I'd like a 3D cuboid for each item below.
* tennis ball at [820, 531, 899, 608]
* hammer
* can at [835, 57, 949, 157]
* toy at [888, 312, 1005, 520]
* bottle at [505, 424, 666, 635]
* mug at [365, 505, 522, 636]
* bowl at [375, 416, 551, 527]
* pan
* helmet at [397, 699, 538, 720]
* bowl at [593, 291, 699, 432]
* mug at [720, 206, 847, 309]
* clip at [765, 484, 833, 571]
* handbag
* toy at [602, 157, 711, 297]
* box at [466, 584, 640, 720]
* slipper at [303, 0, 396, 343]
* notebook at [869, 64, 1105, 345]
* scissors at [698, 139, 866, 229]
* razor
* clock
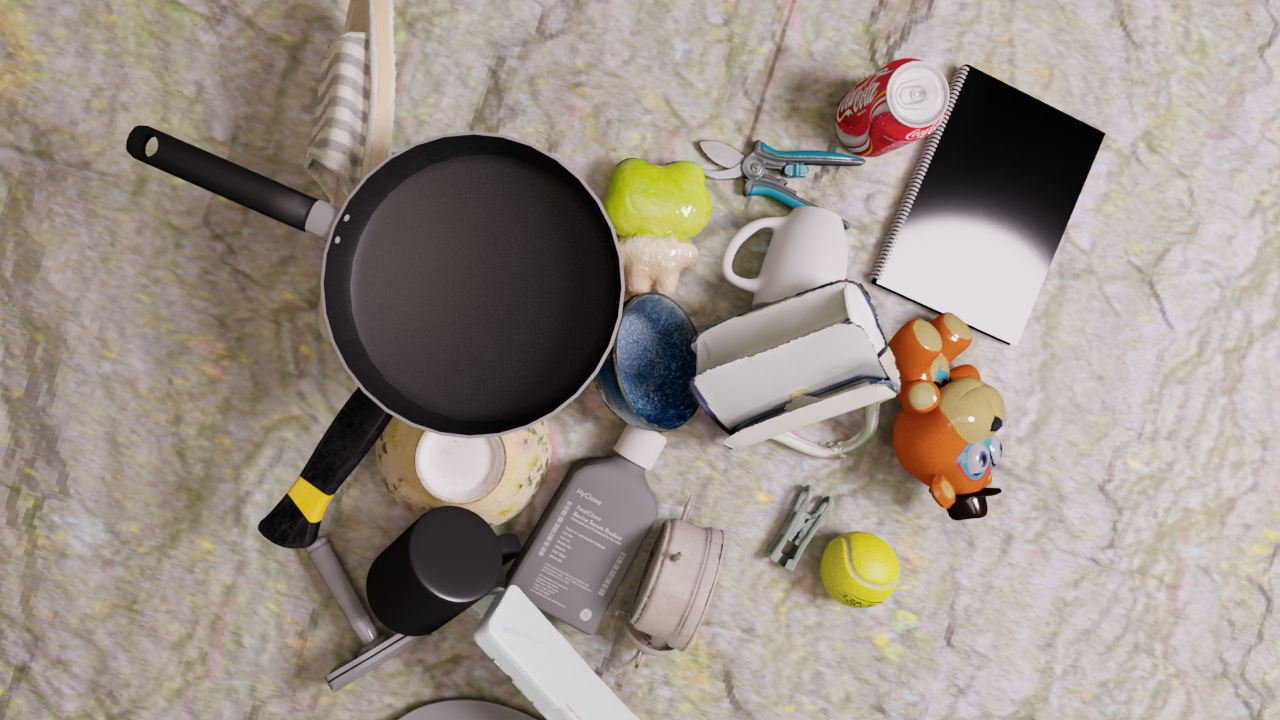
[{"bbox_3d":[0.189,0.181,0.794,0.065,0.065,0.065,0,93,-7],"label":"tennis ball"},{"bbox_3d":[-0.176,-0.002,0.667,0.170,0.034,0.324,35,91,1],"label":"hammer"},{"bbox_3d":[0.206,-0.206,0.753,0.064,0.105,0.064,0,93,-7],"label":"can"},{"bbox_3d":[0.258,0.049,0.781,0.112,0.096,0.176,-14,100,-47],"label":"toy"},{"bbox_3d":[-0.035,0.132,0.773,0.083,0.046,0.174,30,89,-8],"label":"bottle"},{"bbox_3d":[-0.150,0.165,0.735,0.113,0.088,0.078,-7,66,-43],"label":"mug"},{"bbox_3d":[-0.145,0.077,0.748,0.145,0.063,0.145,0,94,-7],"label":"bowl"},{"bbox_3d":[-0.181,-0.080,0.629,0.356,0.044,0.204,23,92,2],"label":"pan"},{"bbox_3d":[-0.109,0.406,0.743,0.271,0.118,0.183,41,88,-9],"label":"helmet"},{"bbox_3d":[-0.004,0.004,0.755,0.114,0.061,0.114,14,71,-49],"label":"bowl"},{"bbox_3d":[0.121,-0.084,0.767,0.107,0.071,0.089,16,81,-10],"label":"mug"},{"bbox_3d":[0.140,0.147,0.808,0.042,0.023,0.076,30,91,-10],"label":"clip"},{"bbox_3d":[0.140,0.034,0.750,0.151,0.073,0.176,-19,131,24],"label":"handbag"},{"bbox_3d":[0.012,-0.109,0.767,0.092,0.043,0.118,1,96,-9],"label":"toy"},{"bbox_3d":[-0.066,0.270,0.738,0.197,0.126,0.074,50,58,-7],"label":"box"},{"bbox_3d":[-0.228,-0.146,0.702,0.054,0.114,0.273,3,101,-27],"label":"slipper"},{"bbox_3d":[0.308,-0.137,0.816,0.149,0.016,0.206,23,90,-9],"label":"notebook"},{"bbox_3d":[0.127,-0.157,0.791,0.155,0.019,0.124,-27,95,-3],"label":"scissors"},{"bbox_3d":[-0.240,0.199,0.757,0.088,0.047,0.116,-30,89,-5],"label":"razor"},{"bbox_3d":[0.018,0.197,0.766,0.061,0.103,0.157,21,116,-1],"label":"clock"}]
